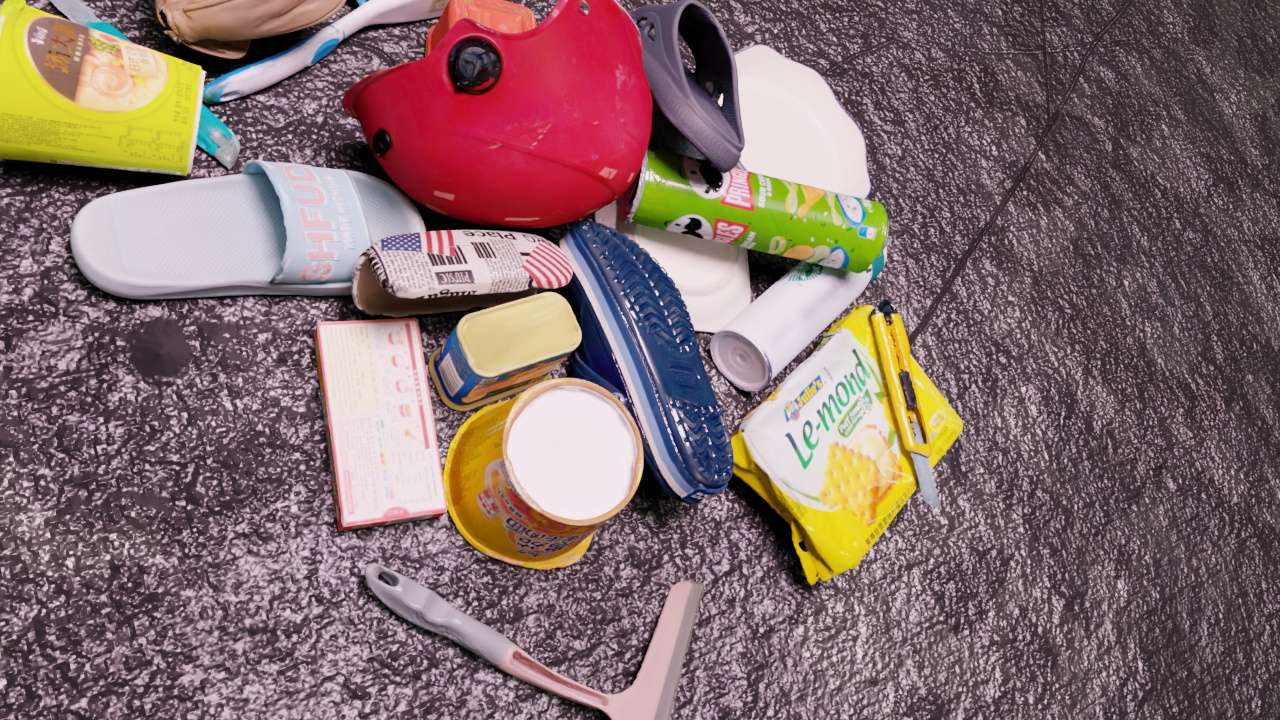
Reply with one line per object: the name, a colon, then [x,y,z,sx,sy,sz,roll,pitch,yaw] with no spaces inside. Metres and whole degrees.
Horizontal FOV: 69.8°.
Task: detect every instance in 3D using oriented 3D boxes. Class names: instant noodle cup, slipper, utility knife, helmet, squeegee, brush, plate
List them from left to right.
instant noodle cup: [-0.377,-0.182,0.645,0.123,0.112,0.111,7,68,-28]
utility knife: [-0.381,-0.219,0.710,0.182,0.013,0.029,42,60,-6]
slipper: [-0.281,-0.101,0.679,0.245,0.074,0.104,-9,75,-27]
brush: [-0.243,-0.310,0.793,0.313,0.061,0.109,-26,87,-29]
squeegee: [-0.092,0.215,0.673,0.249,0.040,0.246,30,45,-7]
helmet: [-0.097,-0.173,0.726,0.240,0.207,0.144,-19,88,-7]
instant noodle cup: [-0.068,0.080,0.694,0.138,0.110,0.137,10,67,-24]
slipper: [-0.005,0.004,0.766,0.105,0.095,0.252,3,59,-59]
plate: [0.037,-0.109,0.862,0.164,0.034,0.163,5,70,-24]
slipper: [0.050,-0.260,0.818,0.110,0.083,0.267,35,23,-33]
plate: [0.148,-0.224,0.939,0.204,0.046,0.204,16,59,-29]
utility knife: [0.246,0.038,0.839,0.033,0.015,0.201,-4,74,-25]

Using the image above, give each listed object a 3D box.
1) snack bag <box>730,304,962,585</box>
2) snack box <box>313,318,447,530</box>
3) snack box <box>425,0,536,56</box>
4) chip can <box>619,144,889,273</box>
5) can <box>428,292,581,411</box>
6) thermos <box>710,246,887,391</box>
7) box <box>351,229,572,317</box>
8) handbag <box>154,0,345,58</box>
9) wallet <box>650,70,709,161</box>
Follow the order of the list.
snack bag: [0.184,0.071,0.845,0.245,0.068,0.158,-40,92,-33]
snack box: [-0.197,0.045,0.692,0.077,0.027,0.155,-4,73,-27]
snack box: [-0.138,-0.276,0.812,0.091,0.080,0.082,4,69,-24]
chip can: [0.103,-0.134,0.823,0.236,0.072,0.072,11,66,-14]
can: [-0.106,-0.008,0.723,0.101,0.083,0.057,-20,81,-31]
thermos: [0.160,-0.061,0.883,0.223,0.073,0.073,-40,91,-32]
box: [-0.133,-0.062,0.705,0.162,0.086,0.076,-5,116,-36]
handbag: [-0.315,-0.333,0.719,0.147,0.100,0.204,-24,68,-3]
wallet: [0.056,-0.248,0.934,0.120,0.019,0.097,-26,84,-34]
